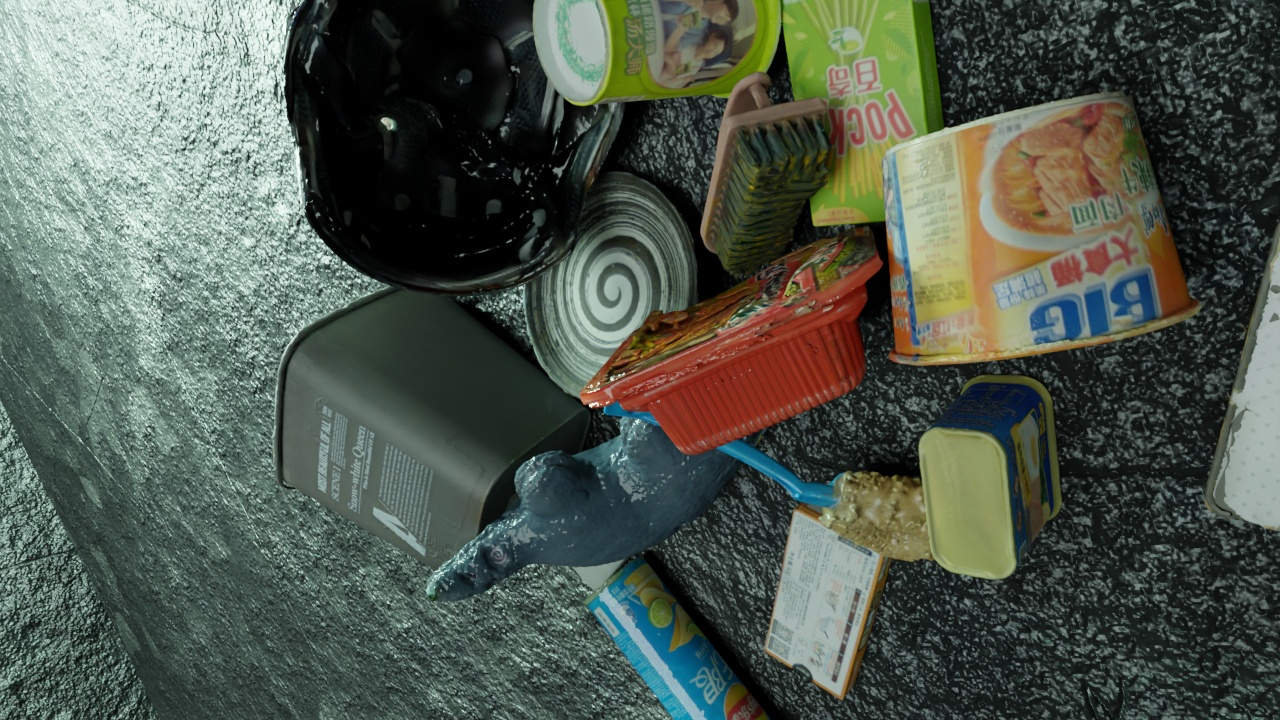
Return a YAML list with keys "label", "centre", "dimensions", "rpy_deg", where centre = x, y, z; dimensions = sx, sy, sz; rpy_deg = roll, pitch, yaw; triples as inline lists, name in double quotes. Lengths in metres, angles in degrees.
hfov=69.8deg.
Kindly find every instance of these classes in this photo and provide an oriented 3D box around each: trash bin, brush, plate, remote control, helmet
- label: "trash bin"
  centre: [-0.185, 0.070, 0.840]
  dimensions: [0.220, 0.198, 0.199]
  rpy_deg: [32, 128, 19]
- label: "brush"
  centre: [0.095, 0.074, 0.624]
  dimensions: [0.254, 0.045, 0.083]
  rpy_deg: [23, 153, 3]
- label: "plate"
  centre: [-0.023, -0.054, 0.709]
  dimensions: [0.180, 0.024, 0.179]
  rpy_deg: [1, 91, 39]
- label: "remote control"
  centre: [-0.027, 0.157, 0.853]
  dimensions: [0.058, 0.021, 0.150]
  rpy_deg: [47, 133, 14]
- label: "helmet"
  centre: [-0.137, -0.191, 0.675]
  dimensions: [0.157, 0.230, 0.274]
  rpy_deg: [-124, 40, -64]
- label: "brush"
  centre: [0.072, -0.114, 0.593]
  dimensions: [0.146, 0.063, 0.073]
  rpy_deg: [101, 150, -64]

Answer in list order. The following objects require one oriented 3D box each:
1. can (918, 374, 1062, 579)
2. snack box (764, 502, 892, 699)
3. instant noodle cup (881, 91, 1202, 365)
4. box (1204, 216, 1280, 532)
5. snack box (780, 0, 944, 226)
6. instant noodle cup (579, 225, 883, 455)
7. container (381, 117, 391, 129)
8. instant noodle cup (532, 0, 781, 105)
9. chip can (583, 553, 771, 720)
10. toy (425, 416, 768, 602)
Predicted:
- label: "can"
  centre: [0.213, 0.070, 0.560]
  dimensions: [0.057, 0.083, 0.102]
  rpy_deg: [2, 111, 40]
- label: "snack box"
  centre: [0.145, 0.186, 0.715]
  dimensions: [0.075, 0.026, 0.154]
  rpy_deg: [25, 124, 31]
- label: "instant noodle cup"
  centre: [0.195, -0.067, 0.476]
  dimensions: [0.152, 0.151, 0.111]
  rpy_deg: [-7, 97, 43]
- label: "box"
  centre: [0.337, -0.002, 0.438]
  dimensions: [0.090, 0.061, 0.184]
  rpy_deg: [18, 119, 33]
- label: "snack box"
  centre: [0.136, -0.162, 0.558]
  dimensions: [0.086, 0.026, 0.156]
  rpy_deg: [3, 112, 41]
- label: "instant noodle cup"
  centre: [0.065, -0.009, 0.558]
  dimensions: [0.189, 0.164, 0.079]
  rpy_deg: [-24, 98, 19]
- label: "container"
  centre: [-0.206, -0.205, 0.792]
  dimensions: [0.090, 0.089, 0.111]
  rpy_deg: [10, 118, 38]
- label: "instant noodle cup"
  centre: [0.004, -0.209, 0.566]
  dimensions: [0.112, 0.123, 0.112]
  rpy_deg: [34, 135, 42]
- label: "chip can"
  centre: [0.040, 0.277, 0.818]
  dimensions: [0.210, 0.071, 0.071]
  rpy_deg: [51, 134, 11]
- label: "toy"
  centre: [-0.011, 0.096, 0.718]
  dimensions: [0.357, 0.138, 0.091]
  rpy_deg: [-34, 59, 14]
